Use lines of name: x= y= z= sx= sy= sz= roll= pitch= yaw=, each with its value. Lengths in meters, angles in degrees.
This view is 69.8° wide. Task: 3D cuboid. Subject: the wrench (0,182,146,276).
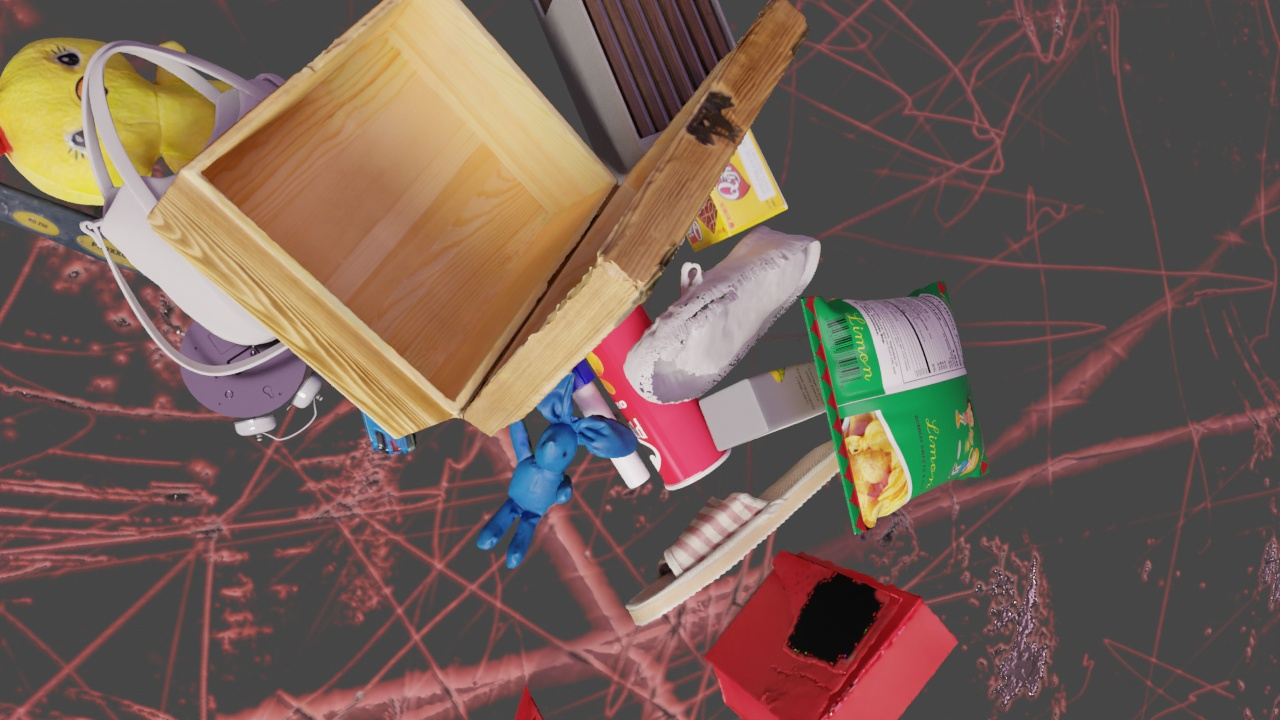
wrench: x=-0.489 y=-0.123 z=0.700 sx=0.273 sy=0.022 sz=0.074 roll=23 pitch=124 yaw=-18

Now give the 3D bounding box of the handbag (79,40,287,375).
handbag: x=-0.311 y=-0.127 z=0.669 sx=0.223 sy=0.096 sz=0.215 roll=54 pitch=46 yaw=-31

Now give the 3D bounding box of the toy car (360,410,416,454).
toy car: x=-0.215 y=0.021 z=0.768 sx=0.043 sy=0.056 sz=0.120 roll=-10 pitch=92 yaw=-15

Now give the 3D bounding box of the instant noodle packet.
instant noodle packet: x=0.238 y=0.030 z=0.826 sx=0.252 sy=0.091 sz=0.195 roll=-10 pitch=86 yaw=-45

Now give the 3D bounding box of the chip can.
chip can: x=-0.005 y=0.005 z=0.820 sx=0.069 sy=0.069 sz=0.220 roll=-33 pitch=97 yaw=-14

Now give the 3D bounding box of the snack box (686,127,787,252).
snack box: x=0.071 y=-0.152 z=0.827 sx=0.061 sy=0.106 sz=0.083 roll=-27 pitch=95 yaw=-13

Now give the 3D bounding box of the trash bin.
trash bin: x=-0.007 y=-0.289 z=0.805 sx=0.114 sy=0.115 sz=0.229 roll=-24 pitch=95 yaw=-15

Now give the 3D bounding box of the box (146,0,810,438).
box: x=-0.078 y=-0.126 z=0.619 sx=0.286 sy=0.336 sz=0.278 roll=47 pitch=49 yaw=-23

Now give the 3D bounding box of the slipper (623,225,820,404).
slipper: x=0.070 y=-0.049 z=0.804 sx=0.246 sy=0.075 sz=0.112 roll=-42 pitch=133 yaw=-36

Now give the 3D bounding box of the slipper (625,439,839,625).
slipper: x=0.088 y=0.139 z=0.824 sx=0.262 sy=0.115 sz=0.052 roll=-34 pitch=84 yaw=-20

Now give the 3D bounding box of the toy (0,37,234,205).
toy: x=-0.397 y=-0.181 z=0.709 sx=0.207 sy=0.092 sz=0.133 roll=-9 pitch=78 yaw=-25

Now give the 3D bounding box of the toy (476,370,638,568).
toy: x=-0.076 y=0.094 z=0.792 sx=0.113 sy=0.071 sz=0.176 roll=27 pitch=92 yaw=0

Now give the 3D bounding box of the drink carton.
drink carton: x=0.120 y=0.038 z=0.826 sx=0.124 sy=0.076 sz=0.048 roll=-13 pitch=79 yaw=-45

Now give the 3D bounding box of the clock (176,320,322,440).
clock: x=-0.315 y=0.008 z=0.751 sx=0.094 sy=0.035 sz=0.122 roll=-36 pitch=98 yaw=-14

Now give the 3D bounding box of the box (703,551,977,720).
box: x=0.174 y=0.278 z=0.787 sx=0.153 sy=0.214 sz=0.164 roll=44 pitch=77 yaw=-10

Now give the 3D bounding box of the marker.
marker: x=-0.034 y=0.054 z=0.832 sx=0.133 sy=0.027 sz=0.023 roll=59 pitch=41 yaw=-7
